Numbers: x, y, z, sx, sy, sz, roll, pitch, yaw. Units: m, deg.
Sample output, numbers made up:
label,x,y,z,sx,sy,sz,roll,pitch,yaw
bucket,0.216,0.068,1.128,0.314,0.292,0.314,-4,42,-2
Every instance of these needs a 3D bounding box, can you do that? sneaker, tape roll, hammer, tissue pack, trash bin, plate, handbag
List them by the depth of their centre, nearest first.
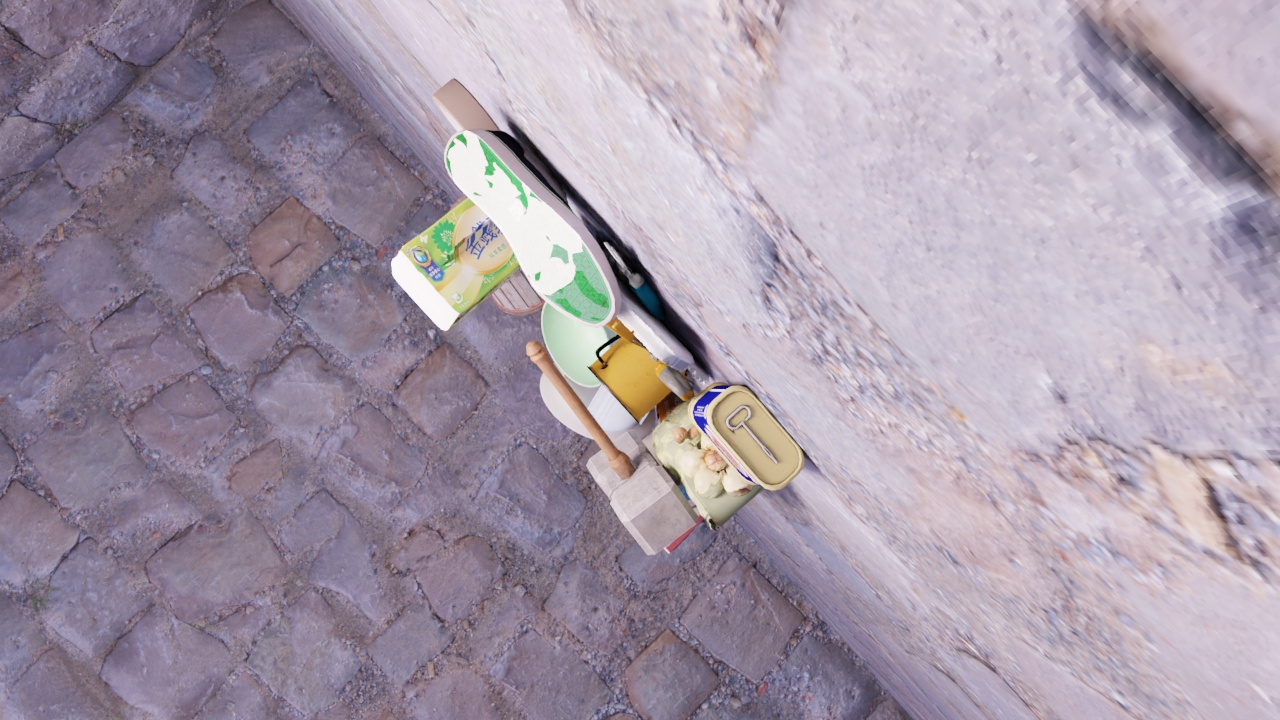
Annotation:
label,x,y,z,sx,sy,sz,roll,pitch,yaw
sneaker,-0.090,-0.138,0.912,0.235,0.084,0.078,51,-145,4
tape roll,-0.193,-0.271,1.037,0.093,0.030,0.094,48,176,4
tissue pack,-0.184,-0.144,1.088,0.120,0.197,0.142,43,153,-8
hammer,-0.056,0.092,1.176,0.318,0.083,0.162,56,176,-31
handbag,0.082,0.120,1.179,0.186,0.113,0.117,47,175,39
plate,-0.061,0.053,1.415,0.188,0.016,0.188,16,-144,-13
trash bin,-0.215,-0.171,1.486,0.131,0.130,0.211,46,174,30

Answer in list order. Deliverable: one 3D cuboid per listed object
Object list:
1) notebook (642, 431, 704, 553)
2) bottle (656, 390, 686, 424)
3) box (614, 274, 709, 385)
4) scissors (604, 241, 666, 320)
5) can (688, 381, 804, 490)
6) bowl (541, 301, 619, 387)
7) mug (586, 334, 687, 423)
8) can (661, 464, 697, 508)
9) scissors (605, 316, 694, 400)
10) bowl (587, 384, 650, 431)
label,x,y,z,sx,sy,sz,roll,pitch,yaw
notebook,0.059,0.173,1.394,0.153,0.208,0.012,48,146,5
bottle,0.056,0.105,1.337,0.059,0.059,0.167,51,-165,-23
box,-0.010,-0.059,1.004,0.209,0.037,0.189,47,-171,22
scissors,-0.003,-0.077,0.906,0.144,0.019,0.126,48,179,-22
can,0.106,0.076,0.924,0.116,0.056,0.092,49,175,-3
bowl,-0.073,-0.042,1.373,0.151,0.076,0.151,27,131,36
mug,-0.007,0.007,1.185,0.100,0.094,0.124,45,176,48
can,0.085,0.155,1.323,0.044,0.130,0.130,50,176,-14
scissors,0.019,-0.002,1.026,0.225,0.016,0.216,37,-172,-48
bowl,-0.011,0.044,1.314,0.075,0.150,0.150,33,175,3
